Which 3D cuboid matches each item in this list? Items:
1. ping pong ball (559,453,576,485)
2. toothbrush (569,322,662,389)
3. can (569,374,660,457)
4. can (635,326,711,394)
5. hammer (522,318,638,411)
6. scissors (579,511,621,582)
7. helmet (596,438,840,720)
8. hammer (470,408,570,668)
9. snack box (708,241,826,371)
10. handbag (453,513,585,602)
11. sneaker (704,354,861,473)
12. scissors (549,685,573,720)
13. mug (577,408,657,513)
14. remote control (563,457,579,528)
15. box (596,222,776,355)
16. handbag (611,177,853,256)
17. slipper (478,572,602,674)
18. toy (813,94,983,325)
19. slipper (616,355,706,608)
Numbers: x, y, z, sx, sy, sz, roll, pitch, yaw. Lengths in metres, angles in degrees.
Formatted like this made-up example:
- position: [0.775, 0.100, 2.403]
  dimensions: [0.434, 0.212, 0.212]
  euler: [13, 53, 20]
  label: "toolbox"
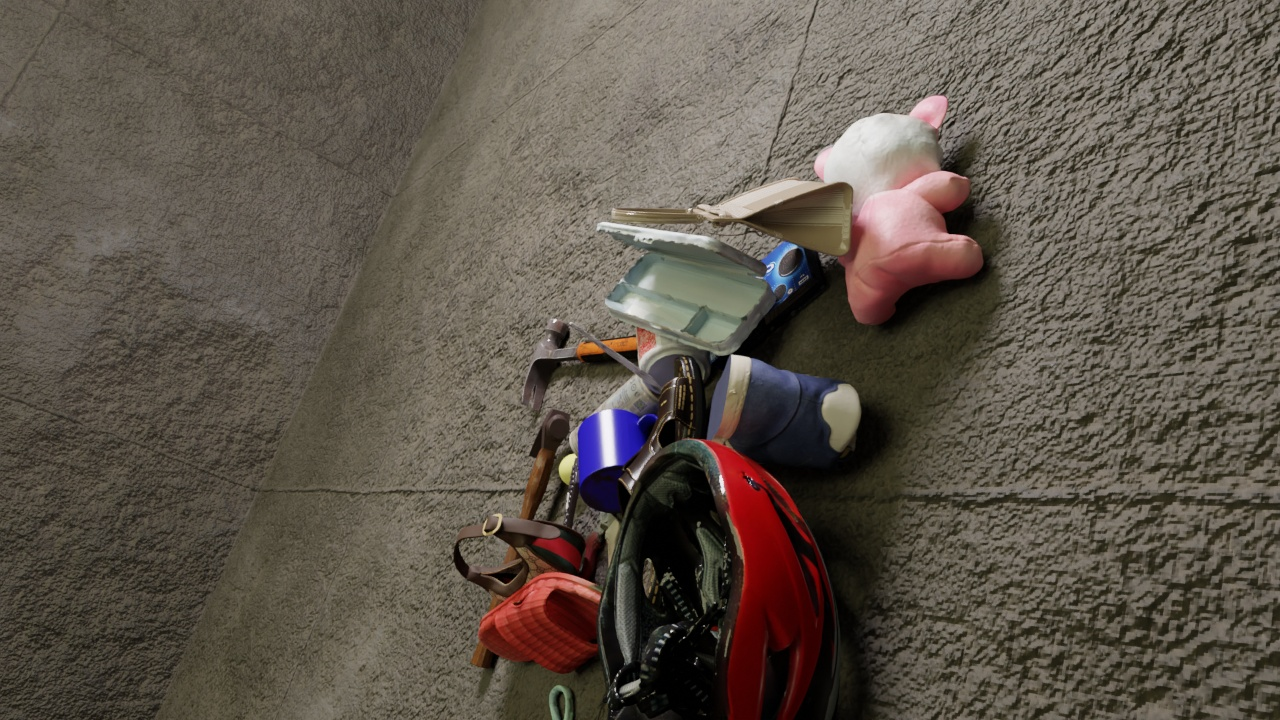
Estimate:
- position: [-0.079, 0.133, 1.115]
  dimensions: [0.040, 0.040, 0.040]
  euler: [-40, 34, 35]
  label: "ping pong ball"
- position: [-0.006, 0.006, 0.959]
  dimensions: [0.010, 0.181, 0.010]
  euler: [-32, 36, 35]
  label: "toothbrush"
- position: [-0.022, 0.067, 1.067]
  dimensions: [0.136, 0.054, 0.054]
  euler: [-43, 33, 32]
  label: "can"
- position: [0.034, -0.031, 1.036]
  dimensions: [0.078, 0.078, 0.136]
  euler: [-43, 33, 30]
  label: "can"
- position: [-0.067, 0.000, 1.225]
  dimensions: [0.315, 0.035, 0.137]
  euler: [-5, 61, 57]
  label: "hammer"
- position: [-0.042, 0.208, 1.013]
  dimensions: [0.187, 0.015, 0.179]
  euler: [-60, 26, 2]
  label: "scissors"
- position: [0.054, 0.188, 0.705]
  dimensions: [0.218, 0.166, 0.271]
  euler: [-53, 32, 39]
  label: "helmet"
- position: [-0.148, 0.217, 1.140]
  dimensions: [0.115, 0.033, 0.322]
  euler: [147, 140, -76]
  label: "hammer"
- position: [0.127, -0.062, 0.964]
  dimensions: [0.151, 0.027, 0.082]
  euler: [-42, 34, 30]
  label: "snack box"
- position: [-0.136, 0.220, 1.010]
  dimensions: [0.167, 0.138, 0.063]
  euler: [122, 161, -53]
  label: "handbag"
- position: [0.124, 0.063, 0.823]
  dimensions: [0.233, 0.118, 0.091]
  euler: [96, -176, -67]
  label: "sneaker"
- position: [-0.076, 0.390, 0.904]
  dimensions: [0.172, 0.023, 0.167]
  euler: [-32, 33, 39]
  label: "scissors"
- position: [-0.016, 0.103, 1.004]
  dimensions: [0.111, 0.079, 0.083]
  euler: [-33, 37, 22]
  label: "mug"
- position: [-0.081, 0.169, 1.058]
  dimensions: [0.046, 0.009, 0.125]
  euler: [-94, 13, -53]
  label: "remote control"
- position: [0.028, -0.101, 0.949]
  dimensions: [0.216, 0.124, 0.106]
  euler: [20, 62, 47]
  label: "box"
- position: [0.073, -0.135, 0.840]
  dimensions: [0.175, 0.198, 0.062]
  euler: [-105, 15, -77]
  label: "handbag"
- position: [-0.102, 0.285, 0.952]
  dimensions: [0.250, 0.103, 0.059]
  euler: [-34, 24, 45]
  label: "slipper"
- position: [0.222, -0.141, 0.818]
  dimensions: [0.142, 0.084, 0.212]
  euler: [-33, 42, 42]
  label: "toy"
- position: [0.015, 0.120, 0.899]
  dimensions: [0.113, 0.076, 0.267]
  euler: [106, 174, -67]
  label: "slipper"
